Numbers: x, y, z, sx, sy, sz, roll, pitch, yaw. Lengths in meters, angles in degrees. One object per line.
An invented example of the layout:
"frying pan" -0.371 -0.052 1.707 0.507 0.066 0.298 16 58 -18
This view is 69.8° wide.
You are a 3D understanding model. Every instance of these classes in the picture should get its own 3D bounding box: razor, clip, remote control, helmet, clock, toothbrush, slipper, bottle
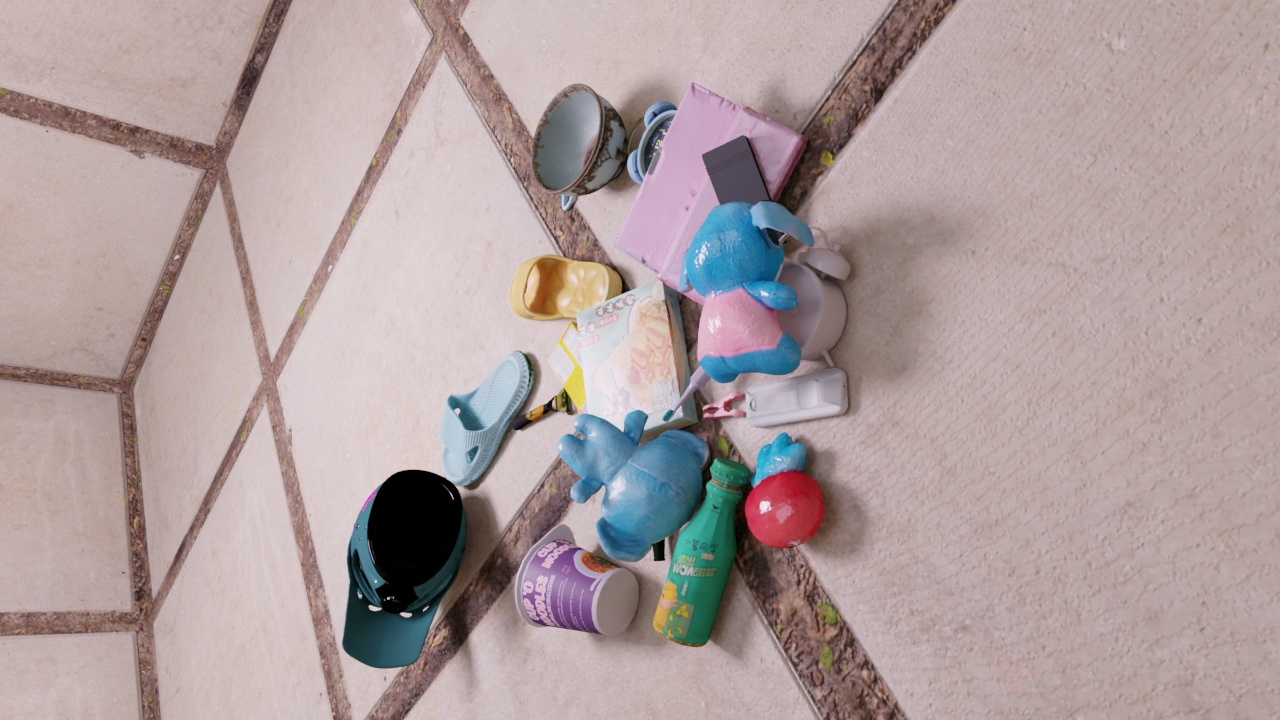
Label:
"razor" -0.150 0.078 1.372 0.144 0.021 0.044 -28 61 44
"clip" 0.100 0.052 1.089 0.060 0.023 0.045 11 85 48
"remote control" 0.168 0.042 1.011 0.134 0.022 0.050 -15 70 46
"helmet" -0.367 0.315 1.420 0.274 0.176 0.201 -89 18 -48
"clock" 0.040 -0.274 1.204 0.162 0.060 0.118 32 106 45
"clock" 0.170 -0.071 1.006 0.120 0.061 0.159 -6 78 48
"toothbrush" 0.087 0.001 1.083 0.188 0.019 0.018 -51 48 9
"slipper" -0.260 0.094 1.458 0.277 0.069 0.116 -54 49 25
"bottle" 0.074 0.216 1.043 0.068 0.068 0.210 23 99 49
"slipper" -0.132 -0.109 1.351 0.264 0.078 0.099 9 86 49
"bottle" 0.020 0.187 1.140 0.033 0.033 0.122 -21 66 45
"remote control" 0.120 -0.188 1.065 0.058 0.013 0.133 -20 89 23

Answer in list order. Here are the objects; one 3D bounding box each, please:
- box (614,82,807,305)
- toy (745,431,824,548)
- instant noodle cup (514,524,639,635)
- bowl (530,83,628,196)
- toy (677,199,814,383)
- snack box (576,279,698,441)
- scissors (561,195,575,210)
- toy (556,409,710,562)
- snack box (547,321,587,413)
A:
"box" 0.074 -0.200 1.113 0.179 0.040 0.233 32 108 21
"toy" 0.152 0.141 0.984 0.092 0.062 0.132 -30 42 31
"instant noodle cup" -0.072 0.287 1.171 0.122 0.121 0.136 5 76 40
"bowl" -0.074 -0.304 1.316 0.160 0.093 0.159 -15 70 46
"toy" 0.098 -0.070 0.987 0.225 0.098 0.191 -18 75 57
"snack box" -0.007 0.007 1.186 0.142 0.044 0.193 -21 66 29
"scissors" -0.122 -0.290 1.430 0.126 0.013 0.126 -18 72 47
"toy" -0.016 0.139 1.092 0.180 0.115 0.183 33 69 10
"snack box" -0.077 0.018 1.296 0.075 0.025 0.152 -58 44 22
